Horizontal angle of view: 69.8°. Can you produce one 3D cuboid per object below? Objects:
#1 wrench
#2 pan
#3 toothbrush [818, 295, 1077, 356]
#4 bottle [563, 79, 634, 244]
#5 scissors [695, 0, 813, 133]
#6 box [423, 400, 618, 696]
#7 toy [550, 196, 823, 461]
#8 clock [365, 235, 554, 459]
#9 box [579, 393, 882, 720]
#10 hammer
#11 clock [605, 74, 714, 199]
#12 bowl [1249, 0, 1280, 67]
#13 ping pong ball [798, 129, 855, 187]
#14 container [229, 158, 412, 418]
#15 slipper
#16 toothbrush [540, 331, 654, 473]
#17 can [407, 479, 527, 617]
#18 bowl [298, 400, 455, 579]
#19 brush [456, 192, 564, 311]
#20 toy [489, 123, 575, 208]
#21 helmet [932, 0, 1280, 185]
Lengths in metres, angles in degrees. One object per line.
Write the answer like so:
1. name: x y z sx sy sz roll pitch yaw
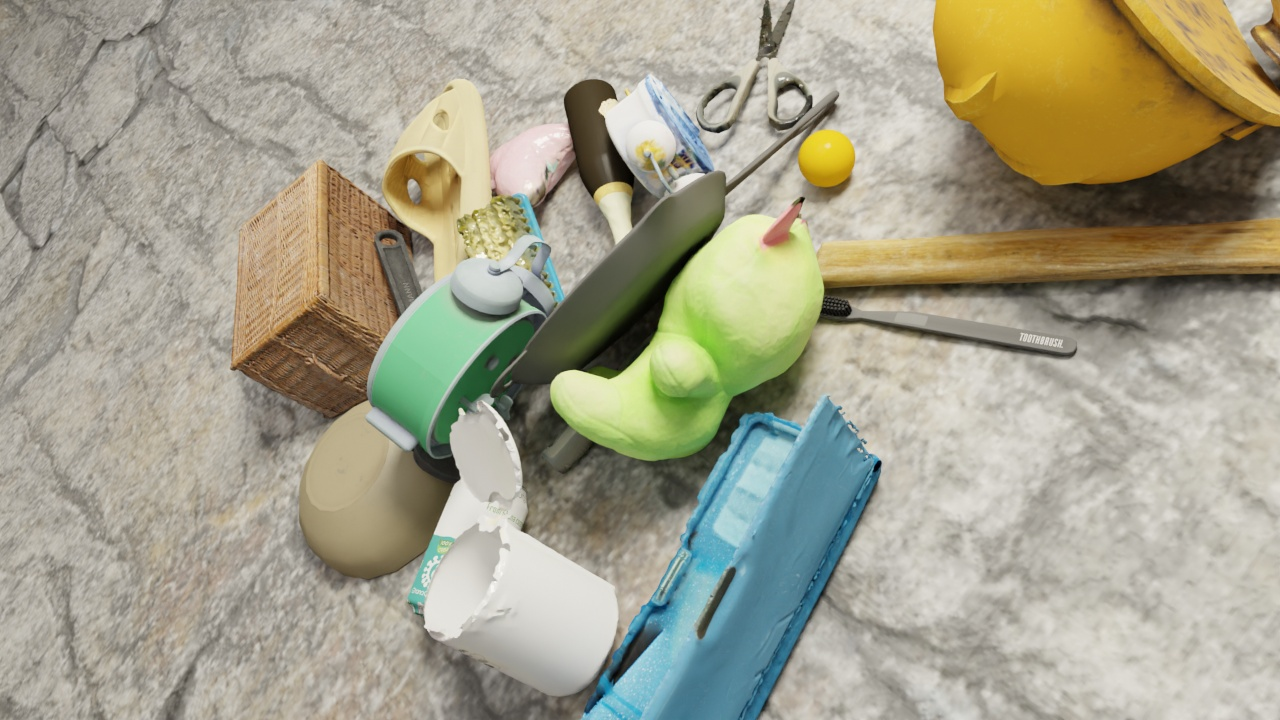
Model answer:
1. wrench: -0.173 -0.013 0.736 0.073 0.018 0.273 -10 52 -25
2. pan: 0.035 -0.085 0.630 0.024 0.217 0.353 45 67 4
3. toothbrush: 0.180 -0.022 0.567 0.167 0.013 0.012 13 69 34
4. bottle: -0.024 -0.144 0.742 0.045 0.045 0.184 -22 63 18
5. scissors: 0.108 -0.240 0.748 0.164 0.012 0.150 -41 53 -12
6. box: -0.073 0.113 0.547 0.084 0.147 0.136 -1 59 52
7. toy: 0.045 -0.014 0.579 0.197 0.150 0.107 -36 86 5
8. clock: -0.109 -0.012 0.623 0.075 0.121 0.162 36 99 11
9. box: 0.032 0.123 0.499 0.094 0.112 0.231 22 75 38
10. hammer: 0.260 -0.060 0.530 0.331 0.033 0.132 1 63 33
11. clock: 0.018 -0.162 0.704 0.052 0.089 0.125 -32 42 18
12. bowl: 0.379 -0.178 0.486 0.063 0.145 0.145 -55 36 42
13. ping pong ball: 0.133 -0.144 0.653 0.040 0.040 0.040 -16 54 23
14. container: -0.277 -0.061 0.808 0.113 0.113 0.198 -32 48 17
15. slipper: -0.182 -0.159 0.811 0.112 0.079 0.261 -49 43 40
16. toothbrush: -0.004 0.004 0.657 0.024 0.022 0.185 38 86 23
17. can: -0.116 0.129 0.625 0.055 0.055 0.101 4 64 34
18. bowl: -0.211 0.088 0.713 0.153 0.050 0.152 -16 54 23
19. brush: -0.089 -0.059 0.719 0.055 0.075 0.136 -23 84 19
20. toy: -0.103 -0.170 0.809 0.096 0.053 0.098 7 56 41
21. helmet: 0.245 -0.185 0.532 0.132 0.205 0.254 -42 14 41
